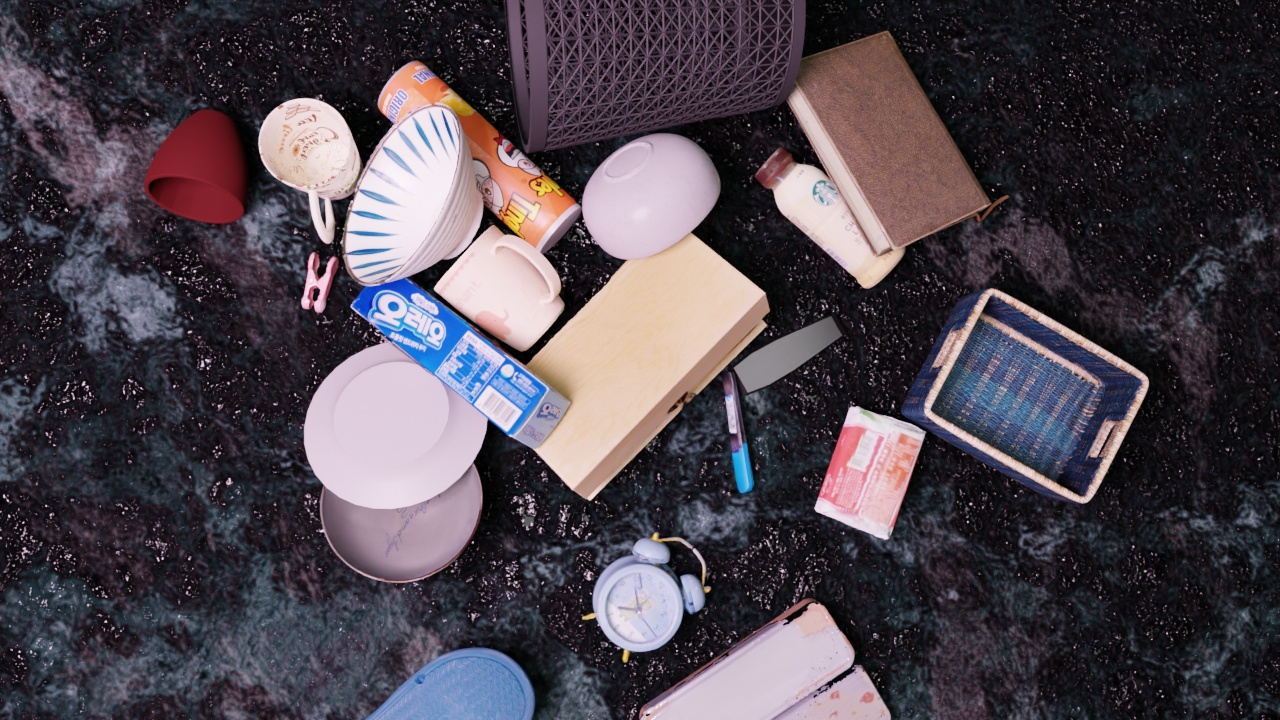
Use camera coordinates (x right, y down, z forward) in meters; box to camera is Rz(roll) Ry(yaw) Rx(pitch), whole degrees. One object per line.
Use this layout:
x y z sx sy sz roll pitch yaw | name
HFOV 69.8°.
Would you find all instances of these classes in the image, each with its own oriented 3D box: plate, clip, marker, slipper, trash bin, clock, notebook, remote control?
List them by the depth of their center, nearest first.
0.007 -0.311 0.845 0.243 0.217 0.217 -6 87 -10 | trash bin
-0.232 0.054 0.861 0.173 0.019 0.172 0 63 1 | plate
-0.194 0.343 0.865 0.214 0.059 0.104 -33 81 9 | slipper
0.008 0.225 0.884 0.124 0.052 0.089 -43 88 -4 | clock
-0.309 -0.075 0.899 0.038 0.022 0.059 16 91 -5 | clip
0.257 -0.221 0.911 0.189 0.035 0.215 -24 82 -26 | notebook
0.097 0.070 0.914 0.015 0.018 0.123 -8 89 -36 | marker
0.150 -0.008 0.926 0.124 0.010 0.039 -29 89 -5 | remote control

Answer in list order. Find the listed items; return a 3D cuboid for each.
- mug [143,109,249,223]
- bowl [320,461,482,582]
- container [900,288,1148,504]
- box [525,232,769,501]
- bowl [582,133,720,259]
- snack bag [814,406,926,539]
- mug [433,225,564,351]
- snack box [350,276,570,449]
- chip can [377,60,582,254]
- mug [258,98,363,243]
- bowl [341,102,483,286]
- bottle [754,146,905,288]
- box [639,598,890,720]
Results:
-0.425 -0.189 0.877 0.114 0.087 0.088 -5 67 23 | mug
-0.219 0.138 0.864 0.151 0.057 0.150 0 66 -1 | bowl
0.375 0.035 0.906 0.187 0.071 0.145 29 86 -2 | container
-0.007 0.004 0.889 0.248 0.123 0.140 -45 64 -5 | box
0.002 -0.164 0.861 0.131 0.132 0.064 -41 127 -5 | bowl
0.227 0.110 0.911 0.077 0.036 0.116 20 86 -3 | snack bag
-0.122 -0.070 0.867 0.104 0.112 0.085 43 49 -10 | mug
-0.167 -0.006 0.842 0.226 0.059 0.059 34 86 24 | snack box
-0.155 -0.196 0.893 0.210 0.062 0.062 42 85 0 | chip can
-0.300 -0.171 0.865 0.081 0.097 0.122 -8 87 -4 | mug
-0.195 -0.140 0.843 0.070 0.177 0.177 24 84 -42 | bowl
0.186 -0.144 0.912 0.162 0.056 0.056 42 85 0 | bottle
0.123 0.350 0.896 0.216 0.058 0.154 -31 88 -5 | box
